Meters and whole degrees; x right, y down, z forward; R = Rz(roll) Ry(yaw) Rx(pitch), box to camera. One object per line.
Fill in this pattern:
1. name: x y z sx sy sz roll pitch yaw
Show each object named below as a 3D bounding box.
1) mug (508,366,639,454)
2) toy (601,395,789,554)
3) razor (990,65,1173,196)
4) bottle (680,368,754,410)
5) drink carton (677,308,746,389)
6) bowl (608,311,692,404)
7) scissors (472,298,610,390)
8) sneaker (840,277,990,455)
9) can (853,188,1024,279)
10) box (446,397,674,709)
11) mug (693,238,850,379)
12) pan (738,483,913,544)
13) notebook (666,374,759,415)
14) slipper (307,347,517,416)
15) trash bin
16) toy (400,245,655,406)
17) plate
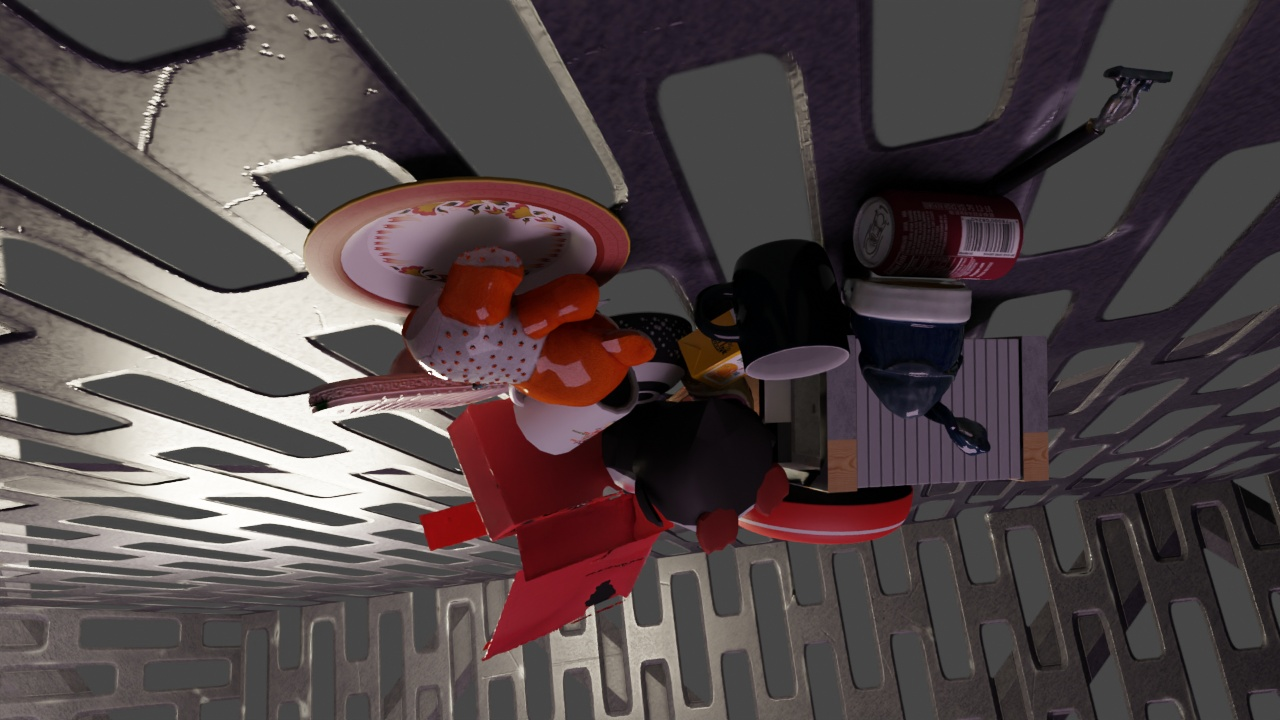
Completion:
1. mug: -0.069 0.029 0.820 0.105 0.073 0.090 22 138 -36
2. toy: 0.032 0.084 0.905 0.158 0.140 0.184 -30 -155 -30
3. razor: 0.283 -0.145 0.609 0.042 0.022 0.145 0 161 -17
4. bottle: 0.095 0.051 0.979 0.060 0.059 0.166 -13 135 19
5. drink carton: 0.104 -0.024 0.842 0.123 0.040 0.058 -31 154 21
6. bowl: -0.005 0.005 0.892 0.120 0.066 0.120 -6 162 -2
7. scissors: -0.102 -0.022 0.796 0.123 0.019 0.149 21 114 -14
8. sneaker: 0.216 -0.005 0.735 0.121 0.127 0.294 5 -171 14
9. can: 0.221 -0.093 0.680 0.114 0.063 0.063 0 161 -19
10. box: -0.069 0.184 0.962 0.121 0.318 0.210 -8 -179 44
11. mug: 0.102 -0.041 0.746 0.121 0.094 0.085 -3 161 -10
12. pan: 0.176 0.136 1.064 0.209 0.067 0.356 1 -174 -7
13. notebook: 0.131 0.037 1.105 0.167 0.024 0.226 2 160 -20
14. slipper: -0.193 0.008 0.844 0.094 0.064 0.238 -18 172 42
15. trash bin: 0.264 0.049 0.934 0.246 0.142 0.143 0 179 -18
16. toy: -0.084 -0.019 0.700 0.172 0.092 0.164 18 149 -27
17. plate: -0.122 -0.080 0.665 0.230 0.021 0.230 -6 162 -2
